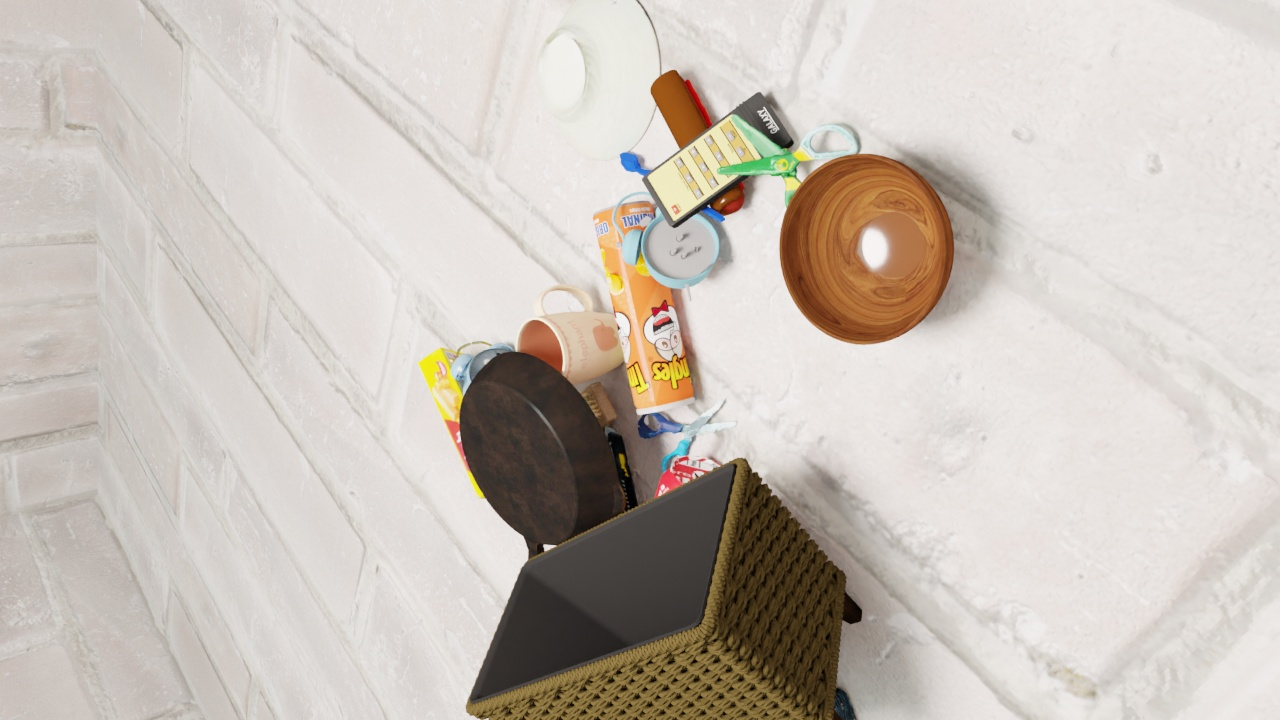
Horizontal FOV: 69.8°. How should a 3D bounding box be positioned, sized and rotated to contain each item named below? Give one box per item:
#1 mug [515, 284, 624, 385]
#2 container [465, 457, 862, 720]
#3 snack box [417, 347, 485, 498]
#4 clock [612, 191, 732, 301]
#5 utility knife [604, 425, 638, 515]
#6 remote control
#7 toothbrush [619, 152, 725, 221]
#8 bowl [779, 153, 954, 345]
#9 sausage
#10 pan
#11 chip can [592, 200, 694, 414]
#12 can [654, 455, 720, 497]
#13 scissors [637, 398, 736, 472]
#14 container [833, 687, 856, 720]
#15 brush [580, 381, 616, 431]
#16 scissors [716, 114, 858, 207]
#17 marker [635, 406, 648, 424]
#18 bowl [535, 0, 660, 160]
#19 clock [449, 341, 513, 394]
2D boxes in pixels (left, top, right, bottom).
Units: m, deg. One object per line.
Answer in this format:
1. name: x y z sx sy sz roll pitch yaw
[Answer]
1. mug: -0.075 -0.029 1.004 0.085 0.104 0.111 -20 84 47
2. container: 0.032 0.265 0.847 0.205 0.176 0.322 41 131 -20
3. snack box: -0.209 0.082 1.181 0.042 0.092 0.200 -32 74 14
4. clock: 0.024 -0.119 0.891 0.123 0.087 0.042 43 168 14
5. utility knife: -0.017 0.156 1.045 0.020 0.028 0.171 -12 91 44
6. remote control: 0.069 -0.181 0.833 0.134 0.013 0.058 -35 75 16
7. toothbrush: 0.027 -0.172 0.897 0.187 0.016 0.011 42 157 48
8. bowl: 0.190 -0.090 0.731 0.147 0.068 0.147 14 110 43
9. sausage: 0.056 -0.207 0.870 0.040 0.040 0.155 -39 72 45
10. pan: -0.126 0.158 1.032 0.249 0.043 0.357 29 130 32
11. chip can: 0.004 -0.054 0.944 0.062 0.062 0.210 -12 91 48
12. can: 0.044 0.174 0.950 0.074 0.074 0.143 38 125 35
13. scissors: 0.044 0.065 0.962 0.086 0.015 0.135 54 133 11
14. container: 0.133 0.406 0.914 0.188 0.071 0.145 -21 85 47
15. brush: -0.075 0.073 1.078 0.117 0.039 0.049 -41 68 43
16. scissors: 0.128 -0.175 0.789 0.128 0.012 0.120 44 120 1
17. marker: -0.006 0.006 1.005 0.014 0.014 0.132 -3 97 47
18. bowl: -0.061 -0.297 0.956 0.177 0.057 0.177 14 110 45
19. clock: -0.183 0.022 1.146 0.124 0.088 0.052 54 139 20
